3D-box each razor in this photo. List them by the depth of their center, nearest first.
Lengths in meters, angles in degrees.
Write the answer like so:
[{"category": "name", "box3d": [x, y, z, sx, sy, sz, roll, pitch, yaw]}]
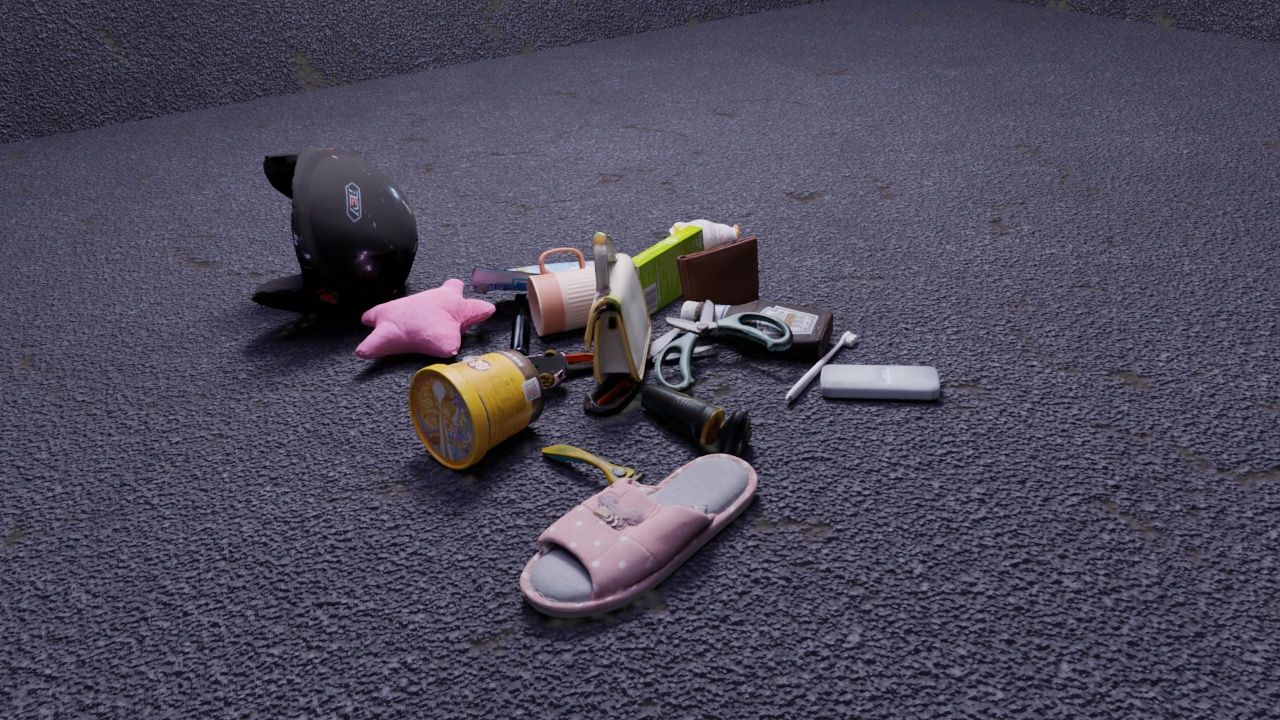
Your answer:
[{"category": "razor", "box3d": [-0.059, 0.112, 0.988, 0.133, 0.028, 0.043, 17, 41, 37]}, {"category": "razor", "box3d": [0.060, 0.063, 1.034, 0.067, 0.062, 0.168, 10, 9, -41]}]

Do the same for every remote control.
[{"category": "remote control", "box3d": [0.282, 0.026, 1.083, 0.136, 0.020, 0.055, 1, 30, 11]}]

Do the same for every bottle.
[{"category": "bottle", "box3d": [0.148, -0.046, 1.195, 0.195, 0.044, 0.079, 11, 44, 22]}, {"category": "bottle", "box3d": [0.100, -0.190, 1.439, 0.108, 0.063, 0.063, -7, 30, -2]}]

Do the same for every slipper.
[{"category": "slipper", "box3d": [0.005, 0.153, 0.877, 0.273, 0.054, 0.114, -26, 36, -32]}]

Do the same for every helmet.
[{"category": "helmet", "box3d": [-0.440, -0.186, 1.336, 0.230, 0.233, 0.275, 2, -14, -18]}]

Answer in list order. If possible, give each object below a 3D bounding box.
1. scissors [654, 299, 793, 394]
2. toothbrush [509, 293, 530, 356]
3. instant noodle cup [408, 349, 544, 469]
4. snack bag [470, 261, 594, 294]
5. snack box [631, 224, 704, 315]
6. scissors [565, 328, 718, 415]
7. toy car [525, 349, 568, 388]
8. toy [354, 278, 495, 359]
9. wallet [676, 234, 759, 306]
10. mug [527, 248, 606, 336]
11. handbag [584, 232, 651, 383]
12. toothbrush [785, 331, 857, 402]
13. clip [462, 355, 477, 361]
[{"category": "scissors", "box3d": [0.094, -0.013, 1.134, 0.171, 0.019, 0.169, 13, 51, 23]}, {"category": "toothbrush", "box3d": [-0.168, -0.051, 1.283, 0.027, 0.026, 0.212, 4, 26, -8]}, {"category": "instant noodle cup", "box3d": [-0.180, 0.048, 1.035, 0.118, 0.119, 0.114, 20, 31, 37]}, {"category": "snack bag", "box3d": [-0.153, -0.120, 1.336, 0.190, 0.039, 0.110, -5, 0, -16]}, {"category": "snack box", "box3d": [0.039, -0.129, 1.324, 0.026, 0.086, 0.156, 18, 38, 35]}, {"category": "scissors", "box3d": [-0.019, 0.003, 1.170, 0.228, 0.022, 0.220, 3, 32, 16]}, {"category": "toy car", "box3d": [-0.148, 0.019, 1.143, 0.122, 0.037, 0.056, -7, 39, 10]}, {"category": "toy", "box3d": [-0.298, -0.046, 1.251, 0.194, 0.075, 0.178, -24, 37, -23]}, {"category": "wallet", "box3d": [0.109, -0.113, 1.269, 0.124, 0.101, 0.032, -21, 32, -24]}, {"category": "mug", "box3d": [-0.099, -0.099, 1.270, 0.105, 0.114, 0.082, -12, 6, -15]}, {"category": "handbag", "box3d": [-0.037, -0.076, 1.114, 0.063, 0.179, 0.163, -7, 26, 9]}, {"category": "toothbrush", "box3d": [0.224, 0.007, 1.130, 0.016, 0.016, 0.179, 22, 39, 29]}, {"category": "clip", "box3d": [-0.205, 0.003, 1.204, 0.058, 0.036, 0.025, 0, 33, 10]}]
